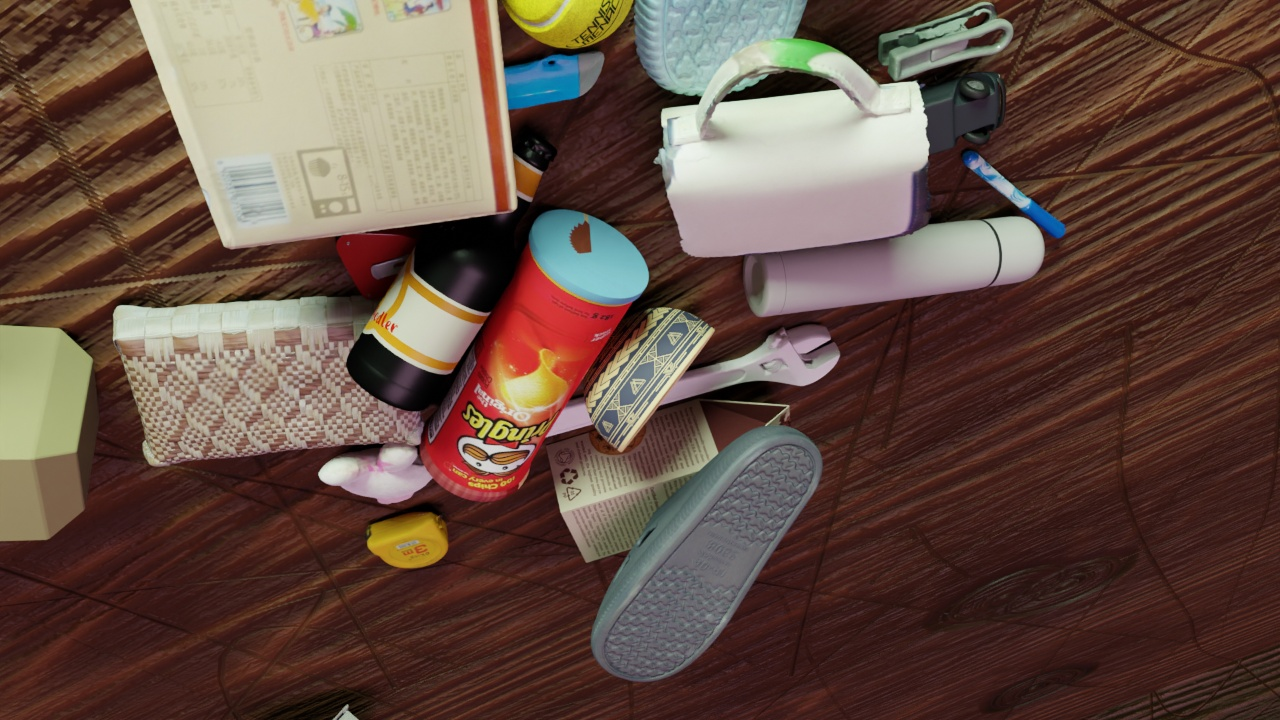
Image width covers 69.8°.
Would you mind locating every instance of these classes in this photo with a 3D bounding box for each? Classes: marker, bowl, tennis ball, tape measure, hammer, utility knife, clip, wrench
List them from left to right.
[{"bbox_3d":[-0.392,-0.038,0.455,0.190,0.100,0.326,3,137,-24],"label":"hammer"},{"bbox_3d":[-0.159,-0.066,0.575,0.051,0.019,0.059,-16,142,-2],"label":"tape measure"},{"bbox_3d":[-0.202,0.160,0.822,0.068,0.030,0.059,-18,142,4],"label":"tape measure"},{"bbox_3d":[-0.121,-0.144,0.500,0.206,0.015,0.031,-12,138,-12],"label":"utility knife"},{"bbox_3d":[-0.035,-0.185,0.443,0.065,0.065,0.065,-11,141,-9],"label":"tennis ball"},{"bbox_3d":[-0.004,0.004,0.669,0.061,0.112,0.113,37,128,4],"label":"bowl"},{"bbox_3d":[0.032,0.022,0.757,0.273,0.018,0.066,-15,142,-2],"label":"wrench"},{"bbox_3d":[0.182,-0.191,0.549,0.076,0.043,0.023,-17,143,-1],"label":"clip"},{"bbox_3d":[0.279,-0.122,0.680,0.141,0.013,0.013,22,127,-38],"label":"marker"}]

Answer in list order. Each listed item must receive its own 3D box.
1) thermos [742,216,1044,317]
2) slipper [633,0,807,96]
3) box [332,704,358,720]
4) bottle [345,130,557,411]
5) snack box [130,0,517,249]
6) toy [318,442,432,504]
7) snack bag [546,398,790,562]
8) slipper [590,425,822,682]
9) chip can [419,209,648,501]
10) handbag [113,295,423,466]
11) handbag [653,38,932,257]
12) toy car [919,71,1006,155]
[{"bbox_3d":[0.189,-0.071,0.675,0.224,0.052,0.052,-8,141,-12],"label":"thermos"},{"bbox_3d":[0.051,-0.233,0.422,0.116,0.069,0.277,-7,155,-12],"label":"slipper"},{"bbox_3d":[-0.382,0.650,0.941,0.233,0.527,0.167,1,146,-17],"label":"box"},{"bbox_3d":[-0.108,-0.057,0.556,0.059,0.059,0.182,25,106,-40],"label":"bottle"},{"bbox_3d":[-0.144,-0.159,0.428,0.153,0.055,0.208,-9,134,-10],"label":"snack box"},{"bbox_3d":[-0.204,0.089,0.726,0.076,0.037,0.126,-10,162,-5],"label":"toy"},{"bbox_3d":[0.034,0.097,0.804,0.206,0.069,0.094,-17,142,-1],"label":"snack bag"},{"bbox_3d":[0.041,0.151,0.763,0.110,0.083,0.268,25,108,-31],"label":"slipper"},{"bbox_3d":[-0.079,0.003,0.637,0.087,0.087,0.214,10,133,-30],"label":"chip can"},{"bbox_3d":[-0.243,0.012,0.619,0.185,0.047,0.124,-4,132,-16],"label":"handbag"},{"bbox_3d":[0.083,-0.129,0.510,0.151,0.074,0.176,-5,161,13],"label":"handbag"},{"bbox_3d":[0.174,-0.152,0.586,0.112,0.034,0.046,-15,137,7],"label":"toy car"}]
